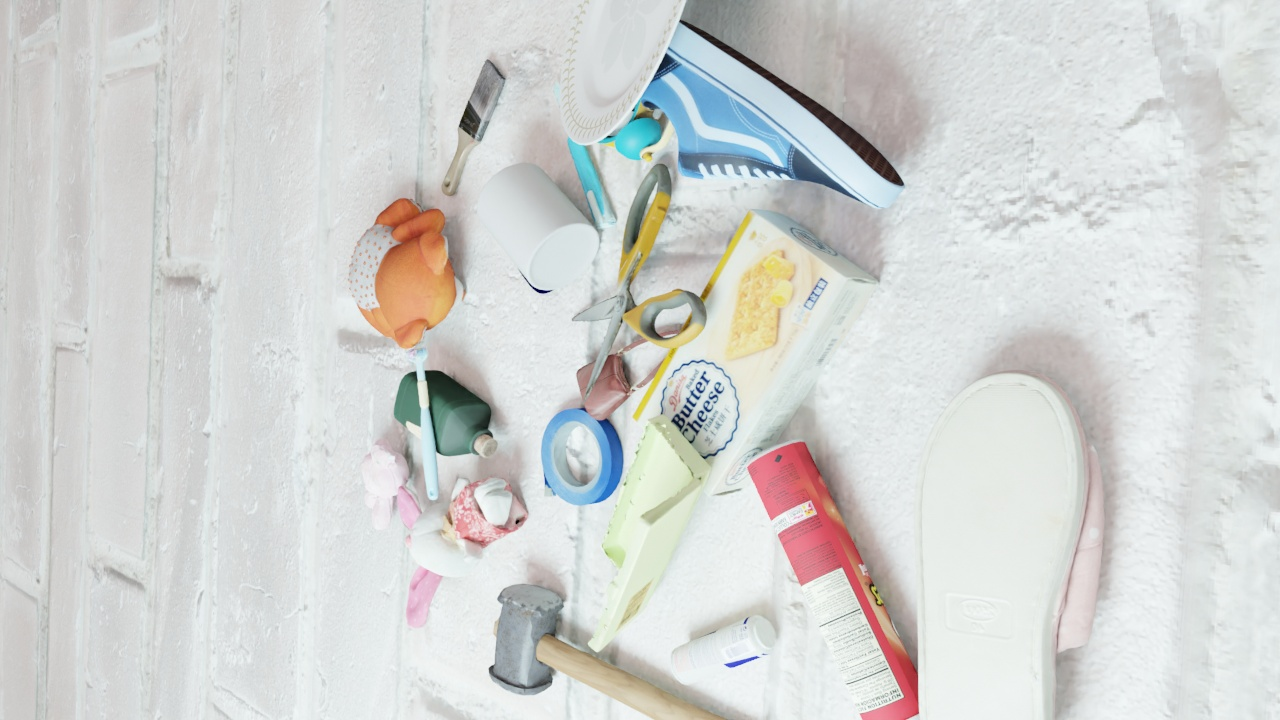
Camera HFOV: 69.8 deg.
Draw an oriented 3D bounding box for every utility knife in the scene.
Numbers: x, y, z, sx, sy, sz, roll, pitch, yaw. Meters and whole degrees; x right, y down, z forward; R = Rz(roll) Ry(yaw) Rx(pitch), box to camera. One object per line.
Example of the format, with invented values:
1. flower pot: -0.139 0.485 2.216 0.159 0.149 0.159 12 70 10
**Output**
1. utility knife: -0.057 -0.199 0.875 0.022 0.015 0.161 -28 74 36

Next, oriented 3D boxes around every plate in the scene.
1. plate: -0.009 -0.297 0.769 0.243 0.016 0.242 -35 48 52

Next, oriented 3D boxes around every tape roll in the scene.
1. tape roll: -0.057 0.091 0.874 0.093 0.016 0.091 -1 89 40

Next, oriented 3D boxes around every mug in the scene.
1. mug: -0.100 -0.116 0.881 0.097 0.078 0.112 50 148 29

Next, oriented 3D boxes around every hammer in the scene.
1. hammer: -0.012 0.294 0.820 0.329 0.052 0.098 13 98 36

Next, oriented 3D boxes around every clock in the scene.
1. clock: -0.009 -0.232 0.821 0.130 0.043 0.099 26 106 45

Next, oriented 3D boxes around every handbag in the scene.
1. handbag: -0.005 0.005 0.829 0.120 0.029 0.055 -33 64 29

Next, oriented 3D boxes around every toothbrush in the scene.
1. toothbrush: -0.217 0.064 0.928 0.022 0.016 0.155 -8 86 4

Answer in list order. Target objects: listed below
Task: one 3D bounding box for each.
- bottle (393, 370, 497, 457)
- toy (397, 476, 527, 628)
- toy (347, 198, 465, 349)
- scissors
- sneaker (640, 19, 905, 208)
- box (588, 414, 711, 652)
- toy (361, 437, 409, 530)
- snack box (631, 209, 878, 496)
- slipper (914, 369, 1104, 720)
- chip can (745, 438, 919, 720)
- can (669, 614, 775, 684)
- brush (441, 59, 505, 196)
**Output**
1. bottle: -0.198 0.063 0.964 0.131 0.061 0.061 30 111 36
2. toy: -0.192 0.178 0.947 0.195 0.084 0.159 -34 56 36
3. toy: -0.251 -0.089 1.000 0.172 0.092 0.164 29 105 50
4. scissors: -0.003 -0.067 0.797 0.226 0.016 0.229 0 76 59
5. sneaker: 0.090 -0.164 0.706 0.241 0.083 0.098 44 117 29
6. box: 0.006 0.146 0.752 0.127 0.066 0.189 -80 6 -48
7. toy: -0.296 0.139 1.058 0.063 0.047 0.110 46 127 39
8. snack box: 0.085 -0.005 0.728 0.104 0.057 0.208 44 116 32
9. slipper: 0.237 0.143 0.601 0.114 0.054 0.274 6 91 40
10. chip can: 0.145 0.164 0.681 0.052 0.051 0.214 -37 67 34
11. can: 0.068 0.239 0.757 0.095 0.032 0.032 -35 68 35
12. brush: -0.183 -0.246 0.985 0.039 0.012 0.151 43 116 32
